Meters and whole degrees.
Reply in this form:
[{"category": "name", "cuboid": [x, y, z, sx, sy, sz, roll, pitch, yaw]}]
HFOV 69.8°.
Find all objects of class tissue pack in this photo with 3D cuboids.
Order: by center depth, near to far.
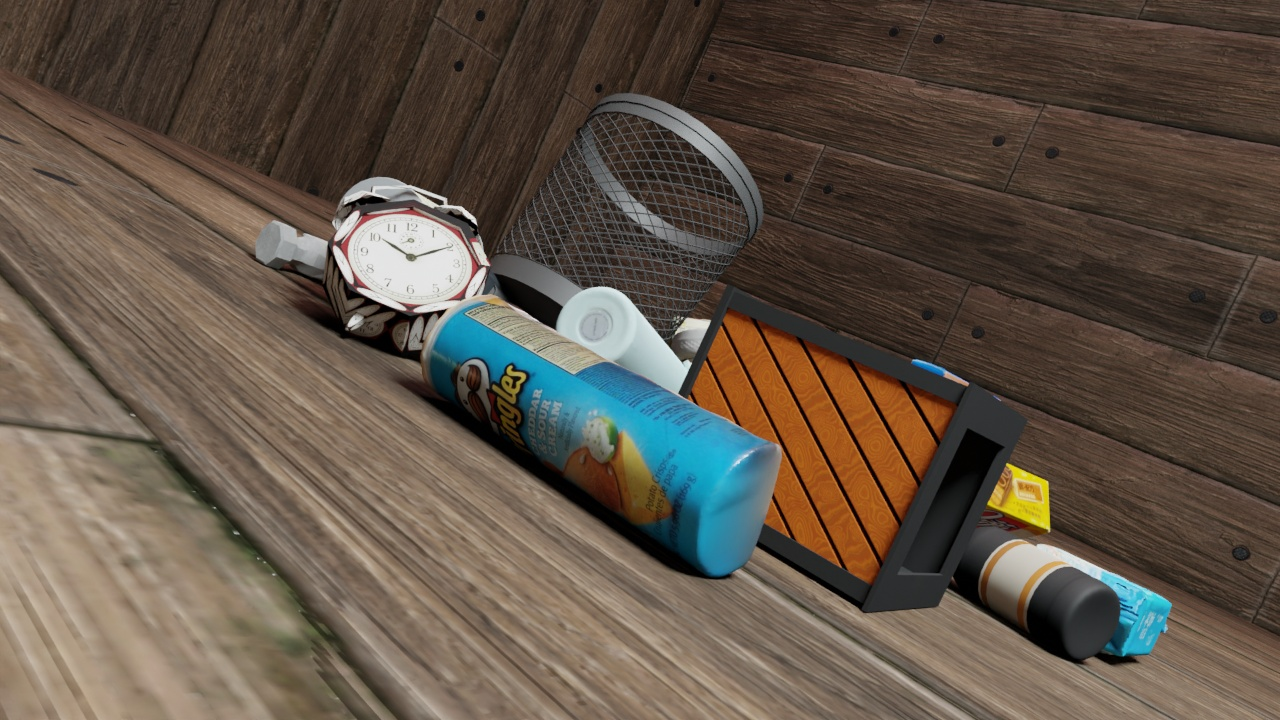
[{"category": "tissue pack", "cuboid": [0.371, 0.201, 0.757, 0.093, 0.061, 0.144, 25, 1, 41]}]

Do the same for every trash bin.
[{"category": "trash bin", "cuboid": [0.129, 0.058, 0.610, 0.172, 0.140, 0.139, 27, 4, 36]}, {"category": "trash bin", "cuboid": [-0.026, -0.112, 0.946, 0.218, 0.227, 0.218, 31, -19, 12]}]

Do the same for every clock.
[{"category": "clock", "cuboid": [-0.176, -0.073, 0.689, 0.114, 0.065, 0.154, 6, 51, -20]}]

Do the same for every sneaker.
[{"category": "sneaker", "cuboid": [0.083, 0.042, 1.016, 0.118, 0.087, 0.241, 1, -24, 14]}]

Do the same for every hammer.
[{"category": "hammer", "cuboid": [-0.186, -0.037, 0.798, 0.328, 0.039, 0.131, 26, 3, 27]}]

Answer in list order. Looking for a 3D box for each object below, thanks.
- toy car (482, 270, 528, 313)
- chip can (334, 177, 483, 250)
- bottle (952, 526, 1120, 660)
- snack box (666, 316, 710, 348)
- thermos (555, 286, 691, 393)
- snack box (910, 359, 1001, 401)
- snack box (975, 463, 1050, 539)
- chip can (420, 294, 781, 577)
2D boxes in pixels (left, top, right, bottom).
[{"category": "toy car", "cuboid": [-0.136, -0.044, 0.868, 0.034, 0.046, 0.112, 16, -29, 44]}, {"category": "chip can", "cuboid": [-0.204, -0.111, 0.841, 0.075, 0.075, 0.215, 24, 2, 2]}, {"category": "bottle", "cuboid": [0.276, 0.162, 0.716, 0.059, 0.059, 0.182, 22, 4, -29]}, {"category": "snack box", "cuboid": [0.097, 0.005, 1.092, 0.143, 0.041, 0.147, 8, -24, -4]}, {"category": "thermos", "cuboid": [-0.005, 0.004, 0.771, 0.065, 0.078, 0.207, 65, 8, 23]}, {"category": "snack box", "cuboid": [0.210, 0.083, 0.697, 0.087, 0.151, 0.034, 21, 5, -39]}, {"category": "snack box", "cuboid": [0.325, 0.136, 1.000, 0.230, 0.061, 0.110, 23, -32, -21]}, {"category": "chip can", "cuboid": [-0.027, 0.032, 0.508, 0.230, 0.080, 0.079, 27, 5, 39]}]
